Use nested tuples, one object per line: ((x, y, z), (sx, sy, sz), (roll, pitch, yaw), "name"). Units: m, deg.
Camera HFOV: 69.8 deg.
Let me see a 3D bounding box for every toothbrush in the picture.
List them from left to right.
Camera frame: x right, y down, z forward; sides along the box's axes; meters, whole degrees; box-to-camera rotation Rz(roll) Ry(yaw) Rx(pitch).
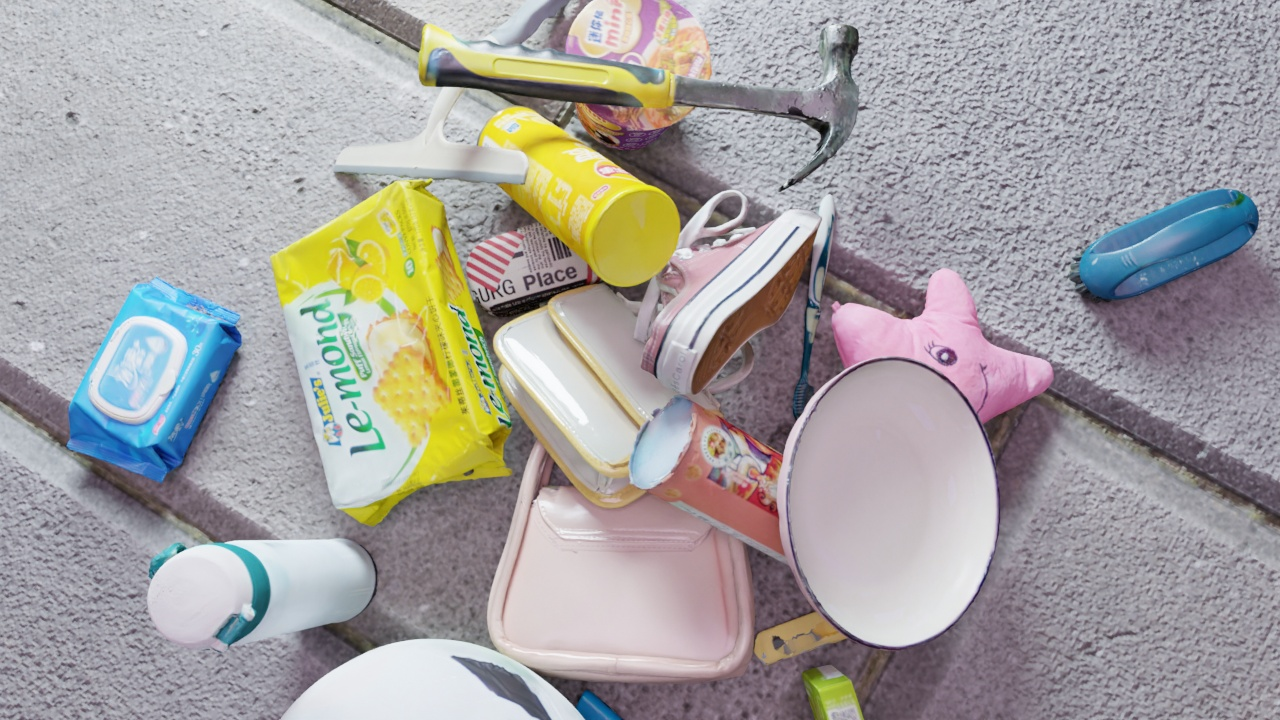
((0.143, -0.045, 0.746), (0.016, 0.018, 0.191), (13, 80, -19), "toothbrush")

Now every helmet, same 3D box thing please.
((-0.129, 0.272, 0.619), (0.259, 0.229, 0.145), (-16, 43, 24), "helmet")

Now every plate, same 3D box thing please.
((0.163, 0.094, 0.619), (0.192, 0.039, 0.192), (3, 84, -29), "plate")

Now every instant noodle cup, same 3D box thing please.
((-0.008, -0.223, 0.740), (0.111, 0.099, 0.111), (1, 84, -8), "instant noodle cup")

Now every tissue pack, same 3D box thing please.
((-0.400, 0.015, 0.753), (0.095, 0.052, 0.157), (22, 82, 7), "tissue pack")

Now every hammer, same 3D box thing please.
((0.003, -0.199, 0.673), (0.323, 0.032, 0.126), (4, 84, -8), "hammer")

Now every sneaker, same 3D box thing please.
((0.058, -0.061, 0.671), (0.088, 0.118, 0.240), (29, 40, 17), "sneaker")

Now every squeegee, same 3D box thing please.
((-0.121, -0.248, 0.758), (0.247, 0.039, 0.246), (13, 60, 40), "squeegee")

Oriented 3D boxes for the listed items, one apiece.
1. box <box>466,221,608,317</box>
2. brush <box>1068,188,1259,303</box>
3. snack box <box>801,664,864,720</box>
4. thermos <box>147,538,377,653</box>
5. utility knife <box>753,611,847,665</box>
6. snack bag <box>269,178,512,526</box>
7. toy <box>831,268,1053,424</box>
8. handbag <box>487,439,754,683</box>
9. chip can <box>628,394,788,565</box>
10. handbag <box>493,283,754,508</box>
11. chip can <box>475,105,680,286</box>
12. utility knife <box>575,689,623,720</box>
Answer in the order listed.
((-0.062, -0.084, 0.758), (0.164, 0.064, 0.074), (-16, 102, 1), "box")
((0.410, -0.091, 0.709), (0.144, 0.073, 0.055), (-23, 84, -1), "brush")
((0.155, 0.301, 0.650), (0.026, 0.086, 0.156), (-16, 80, -1), "snack box")
((-0.253, 0.155, 0.631), (0.073, 0.224, 0.073), (-1, 79, 4), "thermos")
((0.159, 0.201, 0.705), (0.152, 0.018, 0.031), (-20, 73, 4), "utility knife")
((-0.191, -0.008, 0.714), (0.158, 0.068, 0.246), (-22, 80, 26), "snack bag")
((0.204, 0.024, 0.698), (0.178, 0.075, 0.194), (41, 83, -4), "toy")
((-0.009, 0.123, 0.703), (0.193, 0.093, 0.233), (0, 72, 4), "handbag")
((0.095, 0.102, 0.644), (0.214, 0.071, 0.071), (30, 82, -24), "chip can")
((-0.004, 0.004, 0.706), (0.178, 0.063, 0.163), (-31, 63, -21), "handbag")
((-0.055, -0.129, 0.690), (0.072, 0.072, 0.213), (-43, 43, -5), "chip can")
((0.013, 0.315, 0.691), (0.166, 0.018, 0.034), (38, 84, 8), "utility knife")
